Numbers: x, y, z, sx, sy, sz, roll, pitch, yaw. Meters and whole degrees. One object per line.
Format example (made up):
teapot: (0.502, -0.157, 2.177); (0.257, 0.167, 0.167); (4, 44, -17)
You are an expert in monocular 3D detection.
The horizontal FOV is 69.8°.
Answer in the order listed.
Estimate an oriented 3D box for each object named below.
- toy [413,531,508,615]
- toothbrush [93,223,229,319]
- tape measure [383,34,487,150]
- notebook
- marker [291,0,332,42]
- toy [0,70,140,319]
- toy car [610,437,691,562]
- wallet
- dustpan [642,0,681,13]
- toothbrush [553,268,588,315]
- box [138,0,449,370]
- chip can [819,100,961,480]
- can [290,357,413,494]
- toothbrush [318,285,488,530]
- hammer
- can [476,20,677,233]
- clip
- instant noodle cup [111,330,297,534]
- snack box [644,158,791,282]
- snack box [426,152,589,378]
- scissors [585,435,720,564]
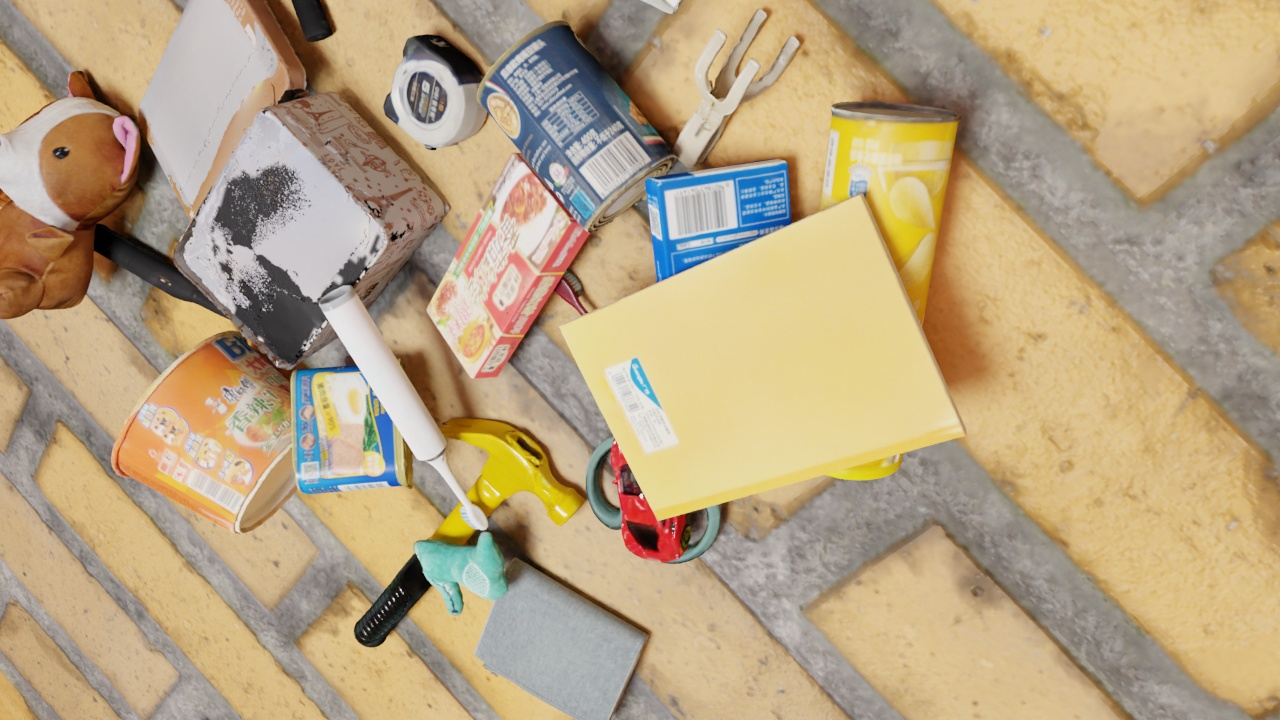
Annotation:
toy: (-0.144, 0.171, 0.742); (0.092, 0.030, 0.096); (6, 119, 29)
toothbrush: (-0.412, -0.068, 0.820); (0.213, 0.027, 0.026); (27, 104, 13)
tape measure: (-0.140, -0.183, 0.637); (0.066, 0.033, 0.066); (41, 123, 9)
notebook: (0.063, 0.008, 0.538); (0.207, 0.010, 0.146); (-22, 99, 30)
marker: (-0.256, -0.295, 0.658); (0.022, 0.020, 0.132); (-16, 101, 19)
toy: (-0.499, -0.140, 0.771); (0.140, 0.130, 0.199); (39, 94, 21)
toy car: (0.005, 0.094, 0.644); (0.049, 0.031, 0.106); (6, 117, 27)
wallet: (-0.068, 0.238, 0.763); (0.130, 0.037, 0.107); (27, 108, 13)
dustpan: (-0.045, -0.349, 0.465); (0.258, 0.142, 0.223); (44, 122, 7)
toothbrush: (-0.004, 0.004, 0.654); (0.187, 0.017, 0.016); (49, 130, -1)
box: (-0.292, -0.148, 0.697); (0.261, 0.102, 0.179); (48, 123, -3)
chip can: (0.132, -0.039, 0.537); (0.072, 0.071, 0.214); (12, 113, 22)
can: (-0.225, 0.053, 0.720); (0.083, 0.057, 0.102); (-4, 77, -7)
toothbrush: (-0.168, 0.044, 0.682); (0.026, 0.026, 0.221); (-3, 124, 39)
hammer: (-0.172, 0.161, 0.786); (0.129, 0.032, 0.302); (44, 121, 5)
can: (-0.039, -0.144, 0.578); (0.075, 0.075, 0.111); (-40, 89, 32)
clip: (0.046, -0.157, 0.539); (0.035, 0.096, 0.101); (44, 111, 5)
instant noodle cup: (-0.342, 0.067, 0.774); (0.111, 0.151, 0.152); (35, 121, 1)
snack box: (0.054, -0.041, 0.572); (0.084, 0.026, 0.157); (-12, 109, -14)
snack box: (-0.096, -0.065, 0.652); (0.075, 0.025, 0.153); (53, 124, 24)
scissors: (0.035, 0.088, 0.652); (0.129, 0.019, 0.186); (47, 131, 0)
